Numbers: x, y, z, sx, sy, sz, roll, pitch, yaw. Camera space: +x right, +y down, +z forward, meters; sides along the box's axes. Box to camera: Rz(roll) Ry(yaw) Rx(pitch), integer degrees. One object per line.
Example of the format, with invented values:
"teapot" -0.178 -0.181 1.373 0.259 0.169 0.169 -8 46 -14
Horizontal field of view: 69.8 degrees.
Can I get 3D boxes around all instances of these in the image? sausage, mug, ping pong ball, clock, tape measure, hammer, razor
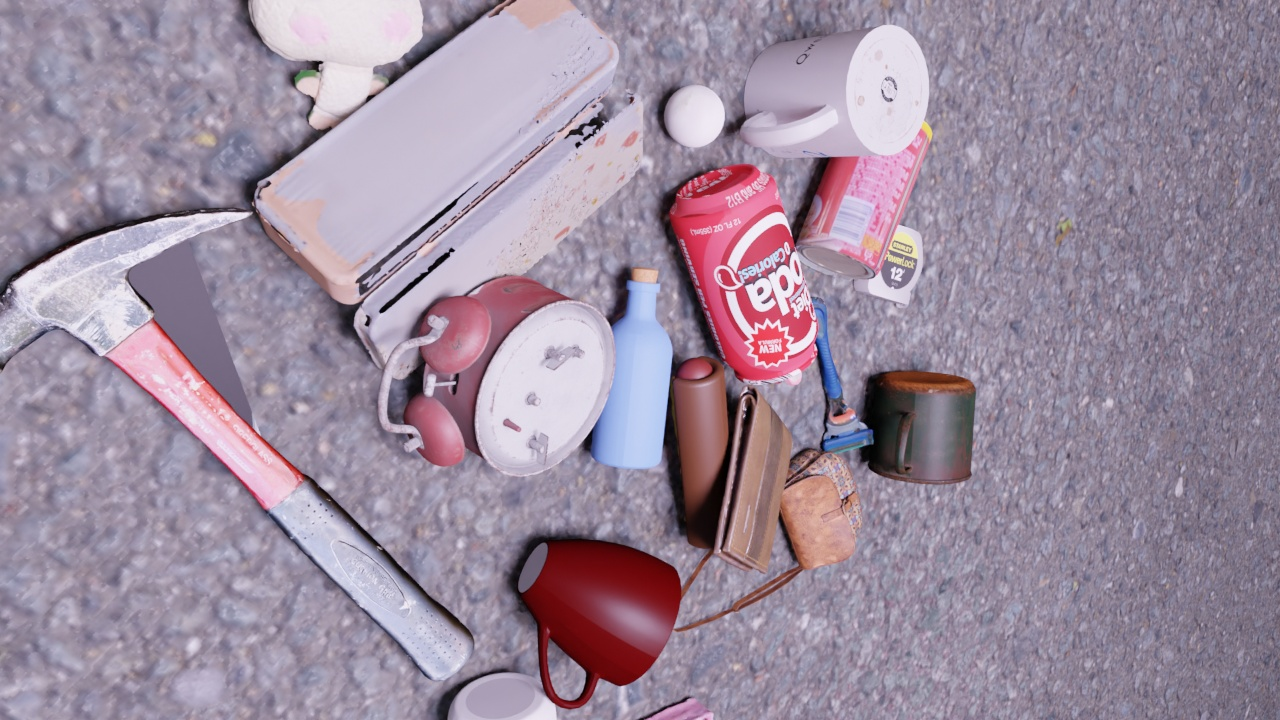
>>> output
"sausage" 0.044 0.067 0.655 0.040 0.040 0.156 -26 125 -30
"mug" -0.039 0.167 0.599 0.088 0.087 0.113 32 62 -18
"mug" 0.122 -0.177 0.636 0.119 0.096 0.083 -33 117 -27
"ping pong ball" 0.036 -0.163 0.611 0.040 0.040 0.040 -8 104 -35
"clock" -0.077 0.012 0.525 0.156 0.062 0.110 -5 115 -50
"tape measure" 0.210 -0.080 0.770 0.064 0.017 0.065 10 93 -37
"hammer" -0.187 0.064 0.501 0.140 0.036 0.326 -44 122 -19
"razor" 0.156 0.011 0.748 0.044 0.018 0.141 -15 111 6
"mug" 0.231 0.056 0.765 0.110 0.085 0.081 -13 107 -58

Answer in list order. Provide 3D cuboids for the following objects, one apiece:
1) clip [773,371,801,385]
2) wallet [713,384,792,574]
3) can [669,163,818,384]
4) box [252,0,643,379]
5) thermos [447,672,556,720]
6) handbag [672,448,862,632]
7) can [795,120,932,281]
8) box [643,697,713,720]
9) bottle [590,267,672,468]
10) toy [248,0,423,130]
"clip" 0.109 -0.008 0.712 0.023 0.044 0.060 -4 74 -39
"wallet" 0.082 0.090 0.669 0.098 0.027 0.121 45 54 -60
"can" 0.074 -0.059 0.639 0.074 0.074 0.142 -35 118 -26
"box" -0.098 -0.103 0.529 0.115 0.096 0.216 46 70 -1
"thermos" -0.099 0.327 0.601 0.101 0.068 0.230 -9 106 -26
"handbag" 0.100 0.152 0.727 0.195 0.043 0.093 -32 115 -23
"can" 0.170 -0.128 0.699 0.066 0.067 0.124 25 84 -37
"box" 0.039 0.391 0.686 0.099 0.107 0.233 -9 105 -35
"bottle" -0.004 0.004 0.612 0.048 0.048 0.131 0 99 -36
"toy" -0.154 -0.176 0.469 0.087 0.050 0.112 -11 101 -34
